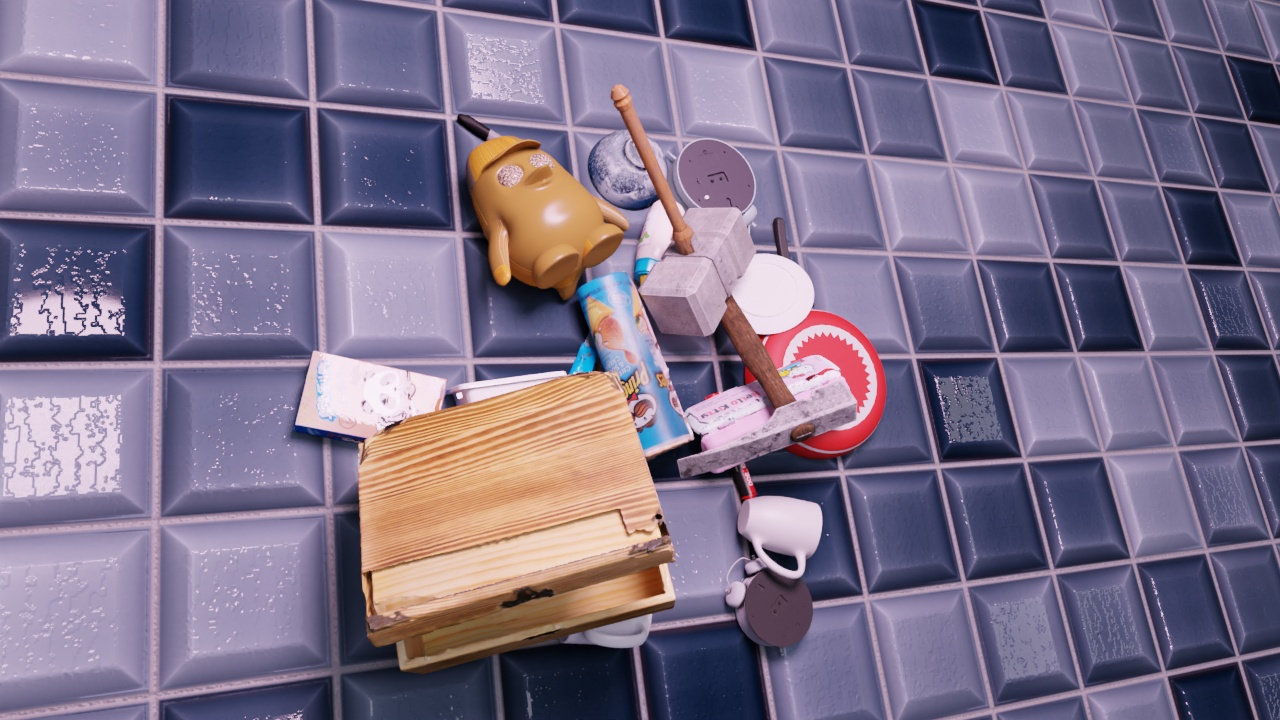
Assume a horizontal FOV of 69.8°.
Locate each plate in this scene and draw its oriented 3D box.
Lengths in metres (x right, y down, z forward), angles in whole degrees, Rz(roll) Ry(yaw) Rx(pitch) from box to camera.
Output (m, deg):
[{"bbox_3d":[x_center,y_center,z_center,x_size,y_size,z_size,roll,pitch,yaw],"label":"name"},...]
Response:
[{"bbox_3d":[0.169,-0.095,1.252,0.134,0.011,0.134,-2,59,3],"label":"plate"}]

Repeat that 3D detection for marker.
[{"bbox_3d":[-0.178,-0.285,1.205,0.138,0.016,0.022,30,40,-12],"label":"marker"},{"bbox_3d":[0.119,0.112,1.188,0.023,0.021,0.145,-19,80,-5],"label":"marker"}]

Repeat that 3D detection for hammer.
[{"bbox_3d":[0.104,0.000,1.148,0.217,0.037,0.300,-20,47,-6],"label":"hammer"},{"bbox_3d":[0.032,-0.194,1.104,0.162,0.083,0.318,-60,139,-31],"label":"hammer"}]

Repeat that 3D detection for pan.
[{"bbox_3d":[0.233,-0.041,1.273,0.208,0.067,0.356,-3,77,-22],"label":"pan"}]

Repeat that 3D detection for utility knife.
[{"bbox_3d":[-0.083,0.032,1.135,0.031,0.015,0.173,28,62,-18],"label":"utility knife"}]

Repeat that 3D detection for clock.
[{"bbox_3d":[0.104,-0.237,1.291,0.122,0.045,0.159,-20,82,-28],"label":"clock"},{"bbox_3d":[0.155,0.297,1.133,0.122,0.035,0.094,46,61,-2],"label":"clock"}]

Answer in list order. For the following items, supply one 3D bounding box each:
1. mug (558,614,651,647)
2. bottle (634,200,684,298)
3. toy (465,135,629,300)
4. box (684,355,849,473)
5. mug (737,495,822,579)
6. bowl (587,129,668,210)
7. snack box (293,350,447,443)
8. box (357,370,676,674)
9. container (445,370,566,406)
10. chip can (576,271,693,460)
[{"bbox_3d":[-0.037,0.285,1.014,0.090,0.110,0.074,9,100,-21],"label":"mug"},{"bbox_3d":[0.021,-0.145,1.219,0.051,0.051,0.146,23,65,-15],"label":"bottle"},{"bbox_3d":[-0.131,-0.191,1.118,0.198,0.163,0.203,-29,75,-31],"label":"toy"},{"bbox_3d":[0.156,0.054,1.161,0.202,0.088,0.095,-23,56,-8],"label":"box"},{"bbox_3d":[0.170,0.219,1.140,0.089,0.071,0.107,13,49,-9],"label":"mug"},{"bbox_3d":[-0.008,-0.268,1.245,0.114,0.061,0.114,7,71,-22],"label":"bowl"},{"bbox_3d":[-0.299,0.049,1.024,0.151,0.034,0.087,14,67,-18],"label":"snack box"},{"bbox_3d":[-0.126,0.143,0.910,0.279,0.216,0.257,-15,68,-3],"label":"box"},{"bbox_3d":[-0.153,0.047,1.066,0.129,0.081,0.049,-7,86,-25],"label":"container"},{"bbox_3d":[-0.007,0.007,1.139,0.079,0.080,0.229,-17,81,-27],"label":"chip can"}]
